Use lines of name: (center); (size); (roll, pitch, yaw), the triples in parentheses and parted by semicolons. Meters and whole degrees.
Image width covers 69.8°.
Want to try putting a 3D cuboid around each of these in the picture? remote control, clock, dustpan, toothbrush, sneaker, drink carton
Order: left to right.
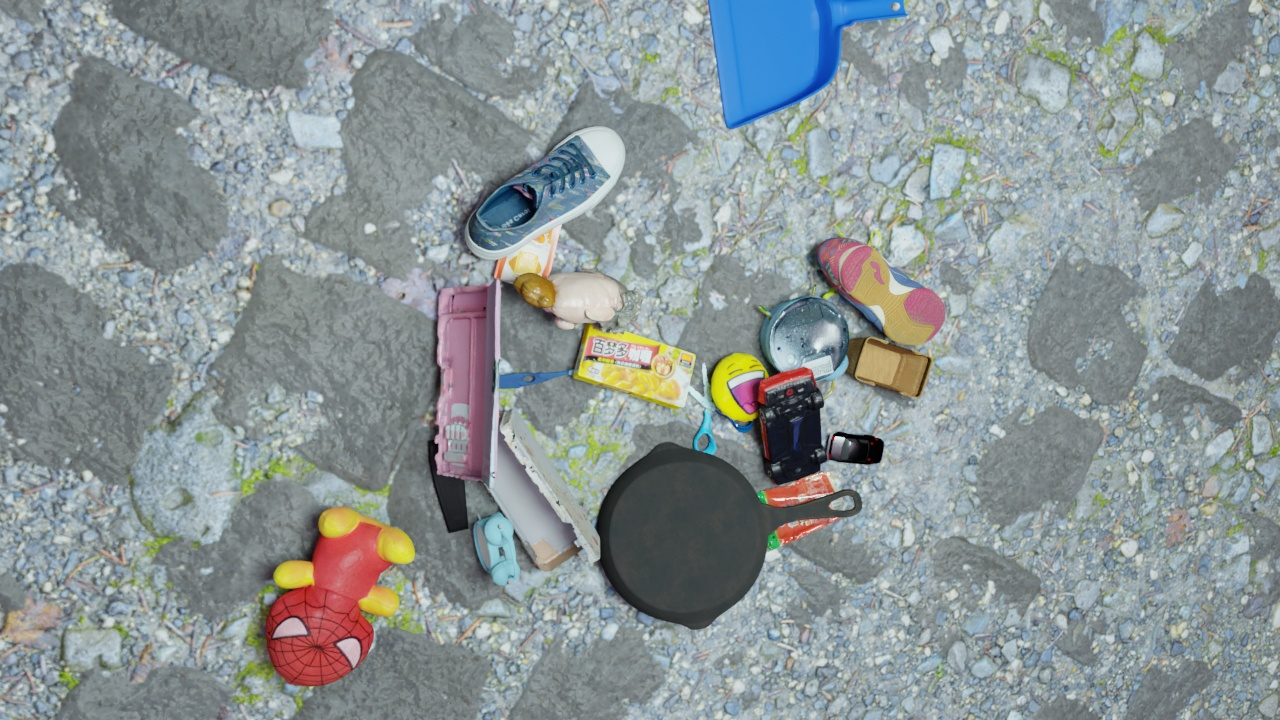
remote control: (-0.242, 0.159, 1.165); (0.039, 0.010, 0.125); (-11, 101, -14)
clock: (-0.173, 0.232, 1.137); (0.042, 0.123, 0.087); (-13, 101, -25)
drink carton: (-0.135, -0.153, 1.142); (0.069, 0.039, 0.122); (13, 88, -17)
toothbrush: (-0.133, 0.022, 1.173); (0.132, 0.016, 0.021); (-7, 107, -15)
sneaker: (-0.107, -0.206, 1.100); (0.235, 0.079, 0.087); (-40, 90, -16)
clock: (0.224, -0.014, 1.247); (0.118, 0.060, 0.162); (-18, 103, -12)
dustpan: (0.223, -0.444, 1.188); (0.257, 0.059, 0.245); (-12, 101, -15)
sneaker: (0.333, -0.103, 1.264); (0.241, 0.091, 0.116); (30, 94, -37)

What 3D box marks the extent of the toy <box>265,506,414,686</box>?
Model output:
toy: (-0.368, 0.286, 1.102); (0.147, 0.099, 0.216); (27, 89, -7)

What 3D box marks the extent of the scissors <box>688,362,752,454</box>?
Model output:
scissors: (0.104, 0.061, 1.251); (0.110, 0.015, 0.132); (-12, 95, -12)

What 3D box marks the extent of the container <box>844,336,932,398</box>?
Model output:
container: (0.338, 0.006, 1.279); (0.114, 0.061, 0.063); (16, 93, -20)

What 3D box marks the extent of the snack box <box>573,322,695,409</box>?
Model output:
snack box: (-0.007, 0.007, 1.192); (0.152, 0.025, 0.075); (18, 76, -17)

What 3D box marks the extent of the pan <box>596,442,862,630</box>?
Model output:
pan: (0.119, 0.217, 1.202); (0.356, 0.043, 0.248); (-11, 83, -2)

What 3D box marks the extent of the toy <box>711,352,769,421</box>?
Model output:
toy: (0.135, 0.036, 1.232); (0.095, 0.041, 0.094); (-14, 90, -30)

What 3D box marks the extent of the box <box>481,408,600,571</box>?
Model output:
box: (-0.143, 0.170, 1.164); (0.107, 0.094, 0.216); (-26, 106, 17)

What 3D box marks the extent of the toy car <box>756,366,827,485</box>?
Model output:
toy car: (0.202, 0.092, 1.232); (0.081, 0.056, 0.190); (-17, 129, -4)

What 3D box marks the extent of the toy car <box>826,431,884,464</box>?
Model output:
toy car: (0.308, 0.127, 1.303); (0.091, 0.036, 0.042); (7, 96, -17)

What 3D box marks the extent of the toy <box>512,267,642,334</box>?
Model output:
toy: (-0.075, -0.071, 1.113); (0.175, 0.133, 0.076); (8, 105, -34)

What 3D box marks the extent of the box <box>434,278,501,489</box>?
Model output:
box: (-0.185, 0.027, 1.067); (0.059, 0.180, 0.233); (2, 90, -33)

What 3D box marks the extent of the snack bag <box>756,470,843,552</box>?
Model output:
snack bag: (0.208, 0.214, 1.289); (0.155, 0.044, 0.087); (-20, 98, -8)
